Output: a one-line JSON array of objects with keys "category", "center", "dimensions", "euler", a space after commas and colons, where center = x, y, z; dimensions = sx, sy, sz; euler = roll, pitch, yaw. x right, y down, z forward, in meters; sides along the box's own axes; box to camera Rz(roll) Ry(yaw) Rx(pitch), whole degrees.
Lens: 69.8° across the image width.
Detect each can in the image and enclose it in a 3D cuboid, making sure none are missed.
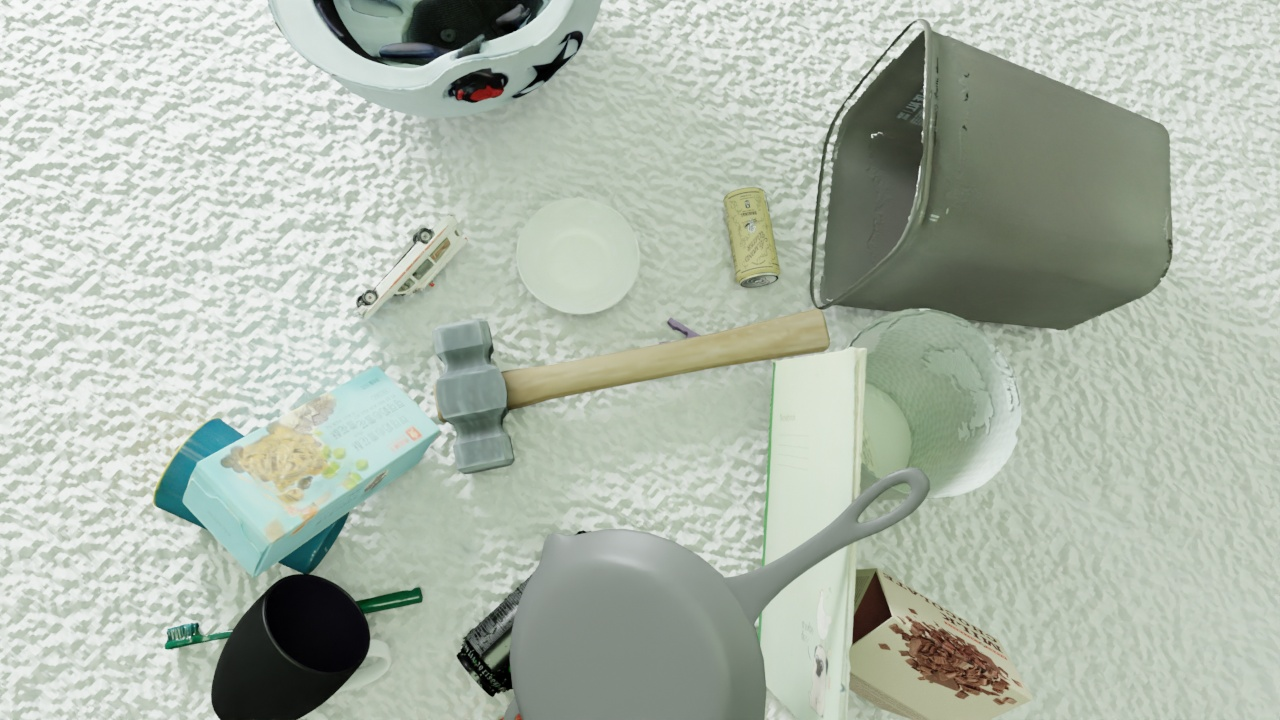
[{"category": "can", "center": [-0.074, 0.190, 0.698], "dimensions": [0.137, 0.054, 0.054], "euler": [-42, 84, -14]}, {"category": "can", "center": [0.096, -0.106, 0.796], "dimensions": [0.038, 0.038, 0.079], "euler": [-6, 77, -7]}]

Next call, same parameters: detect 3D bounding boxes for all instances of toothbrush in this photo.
[{"category": "toothbrush", "center": [-0.263, 0.194, 0.699], "dimensions": [0.189, 0.016, 0.017], "euler": [-9, 73, -8]}]

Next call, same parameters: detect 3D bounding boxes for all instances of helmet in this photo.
[{"category": "helmet", "center": [-0.157, -0.302, 0.755], "dimensions": [0.264, 0.164, 0.236], "euler": [-34, 78, -6]}]

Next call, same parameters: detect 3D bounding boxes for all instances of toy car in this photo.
[{"category": "toy car", "center": [-0.190, -0.072, 0.762], "dimensions": [0.039, 0.039, 0.113], "euler": [42, 76, -17]}]

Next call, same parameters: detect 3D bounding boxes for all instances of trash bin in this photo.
[{"category": "trash bin", "center": [0.282, -0.129, 0.749], "dimensions": [0.220, 0.198, 0.197], "euler": [11, 74, -9]}, {"category": "trash bin", "center": [0.189, 0.047, 0.704], "dimensions": [0.133, 0.161, 0.133], "euler": [1, 76, -6]}]

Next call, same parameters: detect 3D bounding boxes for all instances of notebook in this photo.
[{"category": "notebook", "center": [0.115, 0.121, 0.647], "dimensions": [0.010, 0.182, 0.252], "euler": [4, 87, -8]}]

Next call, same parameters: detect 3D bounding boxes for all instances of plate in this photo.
[{"category": "plate", "center": [-0.053, -0.085, 0.782], "dimensions": [0.104, 0.026, 0.104], "euler": [1, 75, -6]}]

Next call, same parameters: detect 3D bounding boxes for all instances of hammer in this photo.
[{"category": "hammer", "center": [-0.004, 0.004, 0.747], "dimensions": [0.322, 0.051, 0.117], "euler": [-11, 82, -7]}]

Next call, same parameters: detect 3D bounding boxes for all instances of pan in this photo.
[{"category": "pan", "center": [0.033, 0.173, 0.586], "dimensions": [0.355, 0.024, 0.216], "euler": [-40, 71, 20]}]

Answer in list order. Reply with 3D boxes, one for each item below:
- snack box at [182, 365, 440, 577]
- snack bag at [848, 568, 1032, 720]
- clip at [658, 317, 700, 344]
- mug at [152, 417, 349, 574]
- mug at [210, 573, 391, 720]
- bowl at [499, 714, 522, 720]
[{"category": "snack box", "center": [-0.232, 0.074, 0.666], "dimensions": [0.075, 0.053, 0.174], "euler": [45, 38, 5]}, {"category": "snack bag", "center": [0.180, 0.201, 0.642], "dimensions": [0.094, 0.207, 0.069], "euler": [30, 75, 2]}, {"category": "clip", "center": [0.037, -0.014, 0.782], "dimensions": [0.046, 0.014, 0.050], "euler": [-42, 81, -13]}, {"category": "mug", "center": [-0.287, 0.107, 0.690], "dimensions": [0.121, 0.078, 0.078], "euler": [31, 75, -3]}, {"category": "mug", "center": [-0.244, 0.221, 0.662], "dimensions": [0.100, 0.118, 0.084], "euler": [-46, 43, 20]}, {"category": "bowl", "center": [-0.075, 0.325, 0.670], "dimensions": [0.130, 0.045, 0.130], "euler": [1, 76, -6]}]
